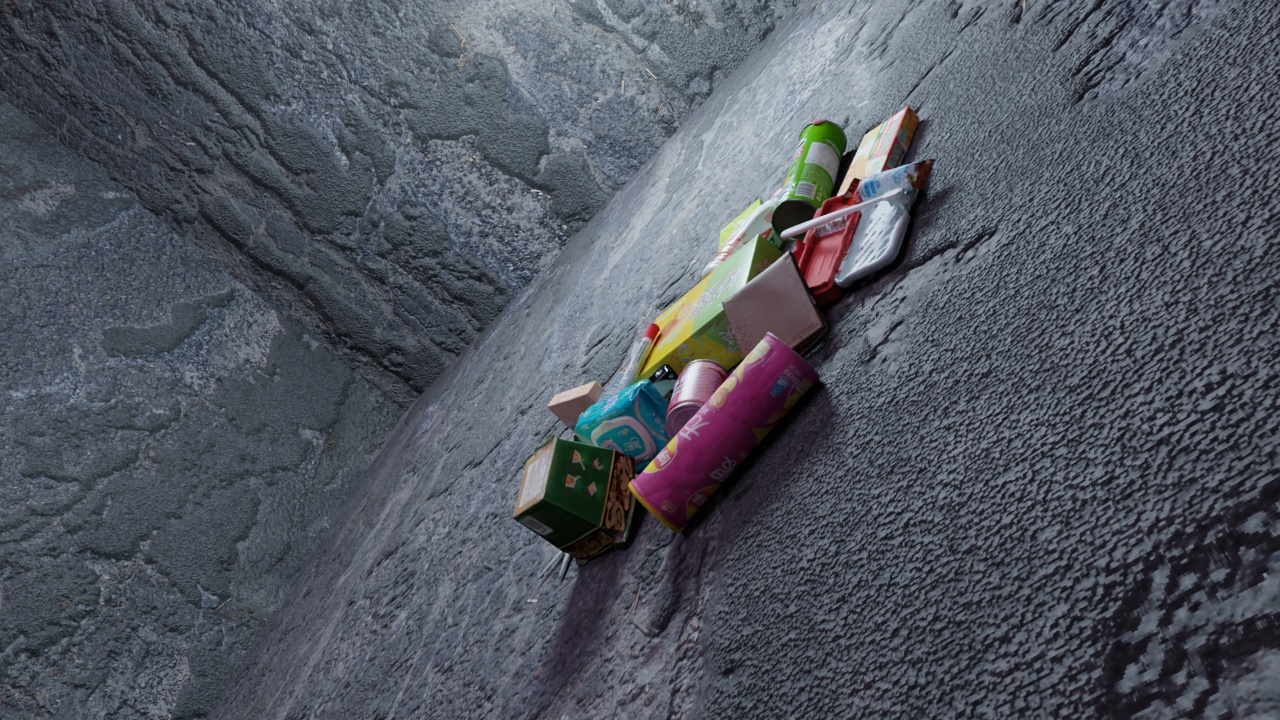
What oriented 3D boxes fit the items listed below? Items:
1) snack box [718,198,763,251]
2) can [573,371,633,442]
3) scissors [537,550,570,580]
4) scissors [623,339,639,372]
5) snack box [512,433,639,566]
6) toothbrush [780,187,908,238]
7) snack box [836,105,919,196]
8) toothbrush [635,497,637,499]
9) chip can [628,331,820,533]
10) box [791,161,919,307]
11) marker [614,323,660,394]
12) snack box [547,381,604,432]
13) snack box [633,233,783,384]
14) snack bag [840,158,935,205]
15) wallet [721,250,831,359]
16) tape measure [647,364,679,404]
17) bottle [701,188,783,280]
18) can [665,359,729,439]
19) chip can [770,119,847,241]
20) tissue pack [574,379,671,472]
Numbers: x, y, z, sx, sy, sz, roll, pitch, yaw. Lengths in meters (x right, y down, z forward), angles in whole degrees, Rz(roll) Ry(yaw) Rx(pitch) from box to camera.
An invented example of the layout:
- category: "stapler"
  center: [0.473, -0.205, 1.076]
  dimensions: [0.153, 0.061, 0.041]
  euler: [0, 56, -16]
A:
- category: "snack box"
  center: [0.163, -0.196, 1.436]
  dimensions: [0.086, 0.026, 0.156]
  euler: [-38, 17, 23]
- category: "can"
  center: [-0.029, 0.078, 1.219]
  dimensions: [0.075, 0.075, 0.111]
  euler: [-25, 27, 57]
- category: "scissors"
  center: [-0.072, 0.203, 1.154]
  dimensions: [0.174, 0.012, 0.162]
  euler: [-45, 17, 16]
- category: "scissors"
  center: [-0.010, 0.012, 1.454]
  dimensions: [0.189, 0.015, 0.225]
  euler: [-48, 14, 4]
- category: "snack box"
  center: [-0.079, 0.156, 1.053]
  dimensions: [0.119, 0.105, 0.117]
  euler: [-39, 33, 47]
- category: "toothbrush"
  center: [0.230, -0.165, 1.057]
  dimensions: [0.181, 0.016, 0.016]
  euler: [-14, 30, 50]
- category: "snack box"
  center: [0.306, -0.259, 1.183]
  dimensions: [0.077, 0.027, 0.155]
  euler: [-30, 24, 50]
- category: "toothbrush"
  center: [-0.024, 0.157, 1.094]
  dimensions: [0.015, 0.018, 0.181]
  euler: [-60, 21, -15]
- category: "chip can"
  center: [0.083, 0.071, 0.916]
  dimensions: [0.210, 0.071, 0.071]
  euler: [-48, 15, 3]
- category: "box"
  center: [0.247, -0.143, 1.056]
  dimensions: [0.158, 0.039, 0.200]
  euler: [-19, 31, 40]
- category: "marker"
  center: [-0.007, 0.007, 1.174]
  dimensions: [0.017, 0.017, 0.144]
  euler: [-32, 24, 48]
- category: "snack box"
  center: [-0.073, 0.077, 1.333]
  dimensions: [0.026, 0.084, 0.158]
  euler: [-52, 15, -25]
- category: "snack box"
  center: [0.094, -0.047, 1.185]
  dimensions: [0.211, 0.070, 0.157]
  euler: [-39, 18, 35]
- category: "snack bag"
  center: [0.277, -0.199, 1.031]
  dimensions: [0.104, 0.026, 0.048]
  euler: [-7, 47, 51]
- category: "wallet"
  center: [0.149, -0.049, 1.008]
  dimensions: [0.101, 0.032, 0.124]
  euler: [-40, 47, 26]
- category: "tape measure"
  center: [0.033, 0.048, 1.133]
  dimensions: [0.066, 0.066, 0.033]
  euler: [-46, 16, 6]
- category: "bottle"
  center: [0.163, -0.168, 1.305]
  dimensions: [0.196, 0.068, 0.068]
  euler: [-52, 14, -26]
- category: "can"
  center: [0.067, 0.048, 1.029]
  dimensions: [0.067, 0.066, 0.093]
  euler: [-40, 17, 32]
- category: "chip can"
  center: [0.238, -0.254, 1.284]
  dimensions: [0.072, 0.072, 0.235]
  euler: [-37, 20, 40]
- category: "tissue pack"
  center: [-0.010, 0.084, 1.097]
  dimensions: [0.134, 0.093, 0.050]
  euler: [-29, 14, 41]
